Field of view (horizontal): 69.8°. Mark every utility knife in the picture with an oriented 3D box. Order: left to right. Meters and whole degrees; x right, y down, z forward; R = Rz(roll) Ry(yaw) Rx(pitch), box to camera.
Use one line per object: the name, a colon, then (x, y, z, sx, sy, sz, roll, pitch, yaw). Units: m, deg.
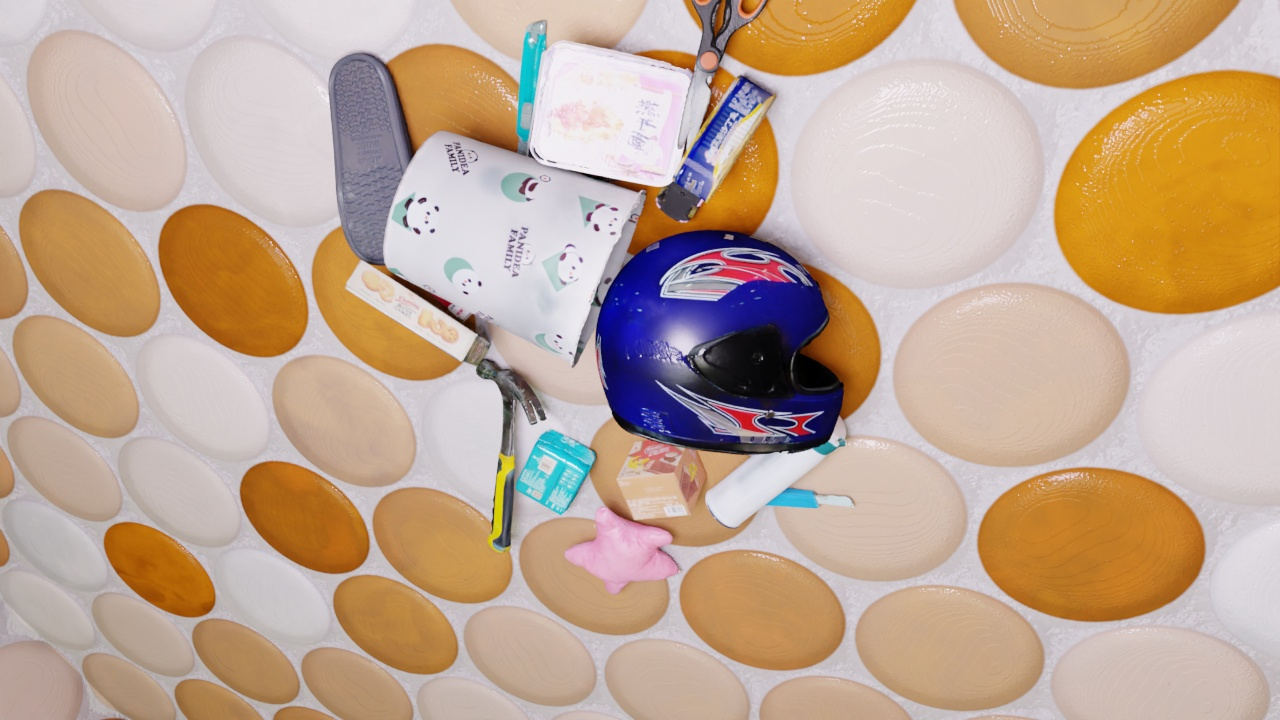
utility knife: (-0.139, -0.308, 1.132, 0.029, 0.013, 0.224, 17, 126, 9)
utility knife: (0.210, 0.198, 1.326, 0.194, 0.018, 0.034, 2, 116, 21)

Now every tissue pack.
tissue pack: (-0.133, 0.175, 1.421, 0.093, 0.050, 0.134, 30, 128, 1)

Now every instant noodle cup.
instant noodle cup: (-0.032, -0.283, 1.049, 0.173, 0.060, 0.138, 9, 114, -11)

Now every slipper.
slipper: (-0.338, -0.262, 1.206, 0.111, 0.083, 0.268, -2, 103, 13)

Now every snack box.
snack box: (-0.299, -0.059, 1.262, 0.178, 0.182, 0.045, 33, 85, -2)
snack box: (0.031, 0.169, 1.329, 0.093, 0.094, 0.077, -10, 118, 26)

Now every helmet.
helmet: (0.106, -0.031, 1.089, 0.315, 0.247, 0.241, 5, 109, -17)

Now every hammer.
hammer: (-0.205, 0.162, 1.403, 0.126, 0.031, 0.324, 27, 124, 32)

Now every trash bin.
trash bin: (-0.151, -0.144, 1.101, 0.252, 0.228, 0.230, 23, 127, 1)

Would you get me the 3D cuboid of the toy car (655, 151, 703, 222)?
toy car: (0.065, -0.221, 1.097, 0.056, 0.037, 0.123, 35, 128, -2)

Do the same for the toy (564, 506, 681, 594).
toy: (-0.022, 0.313, 1.459, 0.178, 0.074, 0.195, 24, 131, -8)

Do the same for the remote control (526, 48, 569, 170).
remote control: (-0.103, -0.296, 1.108, 0.058, 0.021, 0.150, 26, 128, 14)

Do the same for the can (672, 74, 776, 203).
can: (0.093, -0.245, 1.014, 0.049, 0.148, 0.075, 32, 166, 1)

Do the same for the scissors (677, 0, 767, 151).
scissors: (0.064, -0.344, 0.994, 0.143, 0.021, 0.235, 35, 110, -12)

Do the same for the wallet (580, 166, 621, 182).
wallet: (-0.040, -0.278, 1.112, 0.096, 0.020, 0.122, -4, 118, 23)

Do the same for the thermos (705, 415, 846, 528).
thermos: (0.186, 0.143, 1.264, 0.073, 0.073, 0.225, 41, 120, -8)

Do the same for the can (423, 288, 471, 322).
can: (-0.281, -0.116, 1.286, 0.133, 0.053, 0.053, 44, 126, -10)
